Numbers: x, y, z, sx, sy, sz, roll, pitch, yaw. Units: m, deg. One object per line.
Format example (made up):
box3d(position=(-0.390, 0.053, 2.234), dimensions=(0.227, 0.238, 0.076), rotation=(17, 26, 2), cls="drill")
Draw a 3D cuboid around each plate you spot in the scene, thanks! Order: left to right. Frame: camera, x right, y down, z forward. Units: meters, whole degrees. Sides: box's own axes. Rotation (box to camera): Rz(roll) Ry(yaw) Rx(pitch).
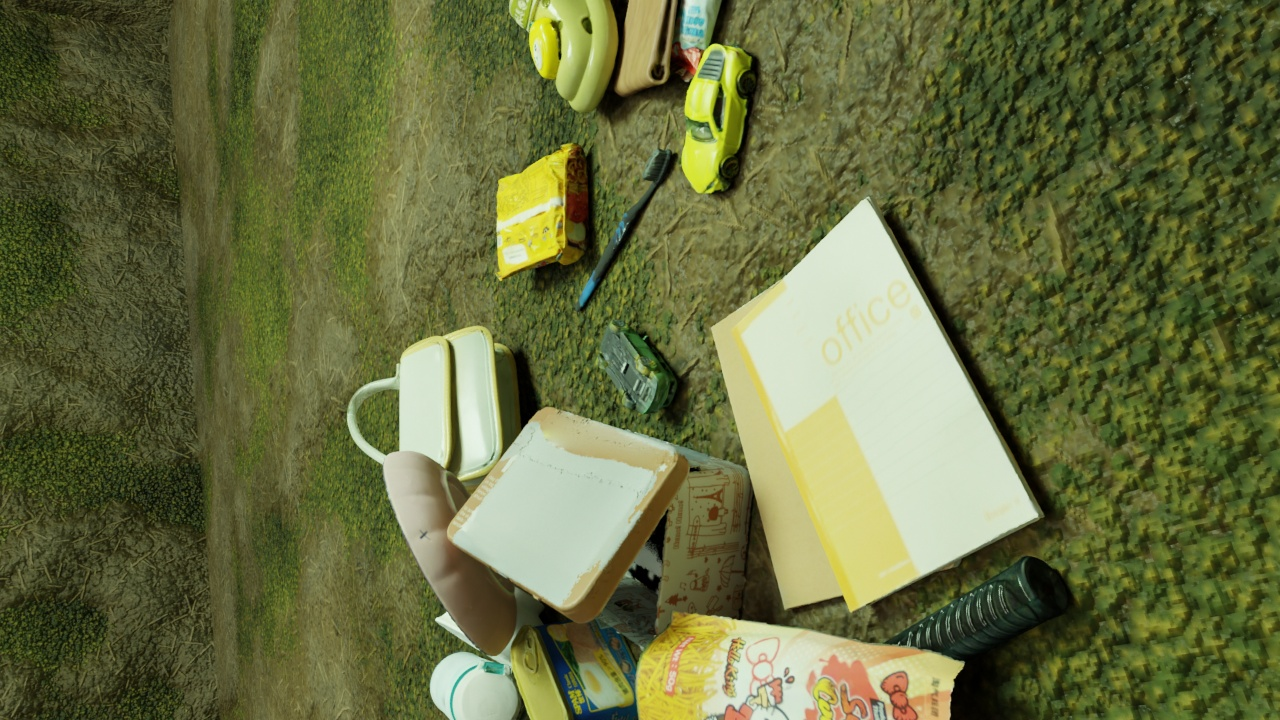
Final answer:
box3d(position=(-0.152, 0.155, 0.780), dimensions=(0.192, 0.039, 0.192), rotation=(60, 175, 7), cls="plate")

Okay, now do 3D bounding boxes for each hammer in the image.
box3d(position=(0.130, 0.198, 0.549), dimensions=(0.302, 0.032, 0.128), rotation=(-53, 50, 42), cls="hammer")

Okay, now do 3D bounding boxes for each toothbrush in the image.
box3d(position=(-0.020, -0.106, 0.777), dimensions=(0.190, 0.016, 0.014), rotation=(-55, 40, 41), cls="toothbrush")

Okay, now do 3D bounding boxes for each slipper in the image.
box3d(position=(-0.074, -0.299, 0.789), dimensions=(0.092, 0.081, 0.190), rotation=(123, 139, -62), cls="slipper")

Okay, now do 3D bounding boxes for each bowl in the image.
box3d(position=(-0.131, 0.253, 0.885), dimensions=(0.118, 0.118, 0.064), rotation=(-5, 49, 55), cls="bowl")

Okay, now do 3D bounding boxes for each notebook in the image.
box3d(position=(0.114, 0.044, 0.591), dimensions=(0.148, 0.008, 0.207), rotation=(-36, 62, 50), cls="notebook")
box3d(position=(0.132, 0.028, 0.547), dimensions=(0.146, 0.010, 0.206), rotation=(-47, 54, 44), cls="notebook")

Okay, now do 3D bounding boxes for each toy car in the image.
box3d(position=(-0.004, 0.004, 0.736), dimensions=(0.091, 0.036, 0.043), rotation=(51, 131, 40), cls="toy car")
box3d(position=(0.051, -0.172, 0.659), dimensions=(0.048, 0.032, 0.105), rotation=(30, 116, 51), cls="toy car")

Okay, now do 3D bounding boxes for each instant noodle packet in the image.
box3d(position=(-0.095, -0.134, 0.859), dimensions=(0.129, 0.044, 0.110), rotation=(-8, 77, 51), cls="instant noodle packet")

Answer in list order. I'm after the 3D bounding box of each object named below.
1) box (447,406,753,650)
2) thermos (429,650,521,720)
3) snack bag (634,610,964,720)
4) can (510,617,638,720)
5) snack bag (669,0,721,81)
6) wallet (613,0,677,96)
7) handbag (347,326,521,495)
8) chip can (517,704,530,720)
box3d(position=(-0.037, 0.118, 0.672), dimensions=(0.182, 0.166, 0.150), rotation=(12, 101, 55), cls="box")
box3d(position=(-0.161, 0.323, 0.886), dimensions=(0.225, 0.073, 0.073), rotation=(140, 123, -68), cls="thermos")
box3d(position=(0.091, 0.216, 0.534), dimensions=(0.208, 0.073, 0.128), rotation=(-1, 88, 49), cls="snack bag")
box3d(position=(-0.050, 0.266, 0.765), dimensions=(0.102, 0.083, 0.057), rotation=(60, 135, 36), cls="can")
box3d(position=(0.043, -0.260, 0.672), dimensions=(0.048, 0.026, 0.104), rotation=(47, 128, 49), cls="snack bag")
box3d(position=(0.008, -0.266, 0.708), dimensions=(0.101, 0.020, 0.115), rotation=(-149, 66, -71), cls="wallet")
box3d(position=(-0.213, 0.057, 0.912), dimensions=(0.063, 0.179, 0.163), rotation=(60, -161, -61), cls="handbag")
box3d(position=(-0.114, 0.410, 0.870), dimensions=(0.071, 0.071, 0.211), rotation=(54, 132, 40), cls="chip can")
